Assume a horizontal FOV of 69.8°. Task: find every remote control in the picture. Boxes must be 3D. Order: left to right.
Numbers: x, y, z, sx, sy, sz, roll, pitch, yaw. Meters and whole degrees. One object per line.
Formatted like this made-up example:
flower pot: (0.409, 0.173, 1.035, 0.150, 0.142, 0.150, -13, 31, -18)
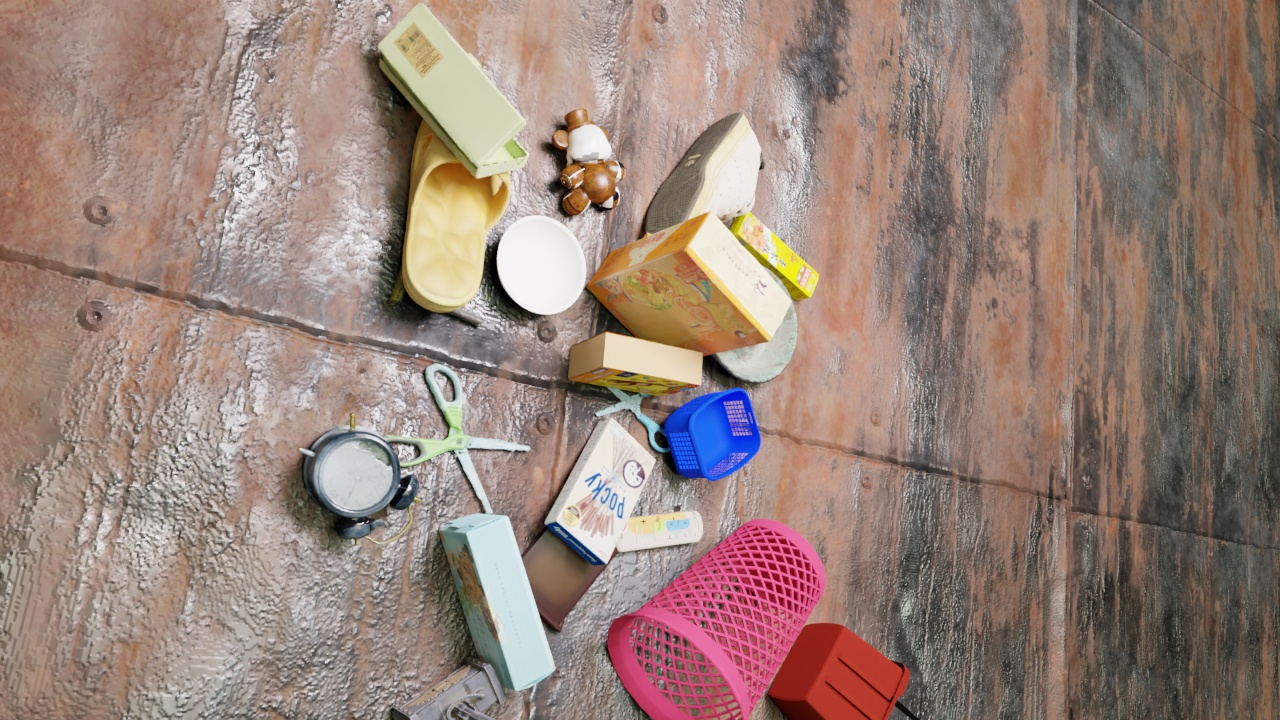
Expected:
remote control: (0.020, 0.204, 1.097, 0.125, 0.018, 0.038, 0, 84, -32)

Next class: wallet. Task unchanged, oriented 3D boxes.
wallet: (-0.087, 0.229, 1.024, 0.091, 0.018, 0.115, 49, 64, -19)

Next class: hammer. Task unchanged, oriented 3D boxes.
hammer: (-0.115, 0.328, 0.804, 0.098, 0.323, 0.044, -27, 99, -34)

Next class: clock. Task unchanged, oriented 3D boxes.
clock: (-0.270, 0.119, 0.887, 0.090, 0.052, 0.129, -37, 108, -23)

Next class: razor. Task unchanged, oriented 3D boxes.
razor: (-0.212, -0.060, 0.971, 0.106, 0.026, 0.042, 27, 68, -33)

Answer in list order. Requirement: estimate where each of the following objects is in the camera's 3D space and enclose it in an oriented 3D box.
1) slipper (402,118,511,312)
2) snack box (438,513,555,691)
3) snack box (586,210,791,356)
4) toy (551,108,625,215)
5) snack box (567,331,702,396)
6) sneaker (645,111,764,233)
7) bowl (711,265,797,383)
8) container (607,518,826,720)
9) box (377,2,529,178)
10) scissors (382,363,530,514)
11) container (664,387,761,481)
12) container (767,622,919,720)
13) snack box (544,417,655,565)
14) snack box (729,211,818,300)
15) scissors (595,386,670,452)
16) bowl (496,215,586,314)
slipper: (-0.188, -0.178, 0.955, 0.099, 0.079, 0.263, 16, 65, -26)
snack box: (-0.148, 0.246, 0.943, 0.053, 0.075, 0.174, -18, 95, -34)
snack box: (0.054, -0.082, 1.047, 0.145, 0.196, 0.080, 44, 60, -22)
toy: (-0.062, -0.234, 1.073, 0.087, 0.067, 0.112, -16, 84, -35)
snack box: (-0.006, 0.006, 1.053, 0.125, 0.088, 0.040, 11, 75, -28)
sneaker: (0.091, -0.205, 1.163, 0.102, 0.089, 0.240, 48, 57, -29)
bowl: (0.134, -0.048, 1.193, 0.157, 0.039, 0.157, 5, 81, -34)
container: (0.104, 0.298, 1.059, 0.225, 0.184, 0.183, -36, 105, -40)
box: (-0.193, -0.267, 0.935, 0.077, 0.089, 0.188, -34, 73, -21)
scissors: (-0.192, 0.081, 0.970, 0.171, 0.023, 0.168, 6, 75, -36)
container: (0.086, 0.090, 1.123, 0.114, 0.058, 0.096, -26, 103, -42)
container: (0.281, 0.446, 1.178, 0.201, 0.127, 0.147, 44, 61, -11)
snack box: (-0.043, 0.147, 1.040, 0.082, 0.026, 0.149, 45, 51, -22)
snack box: (0.180, -0.140, 1.241, 0.148, 0.029, 0.040, 37, 66, -25)
scissors: (0.006, 0.063, 1.111, 0.136, 0.015, 0.125, -18, 93, -28)
bowl: (-0.118, -0.103, 1.027, 0.109, 0.041, 0.110, 5, 82, -34)
